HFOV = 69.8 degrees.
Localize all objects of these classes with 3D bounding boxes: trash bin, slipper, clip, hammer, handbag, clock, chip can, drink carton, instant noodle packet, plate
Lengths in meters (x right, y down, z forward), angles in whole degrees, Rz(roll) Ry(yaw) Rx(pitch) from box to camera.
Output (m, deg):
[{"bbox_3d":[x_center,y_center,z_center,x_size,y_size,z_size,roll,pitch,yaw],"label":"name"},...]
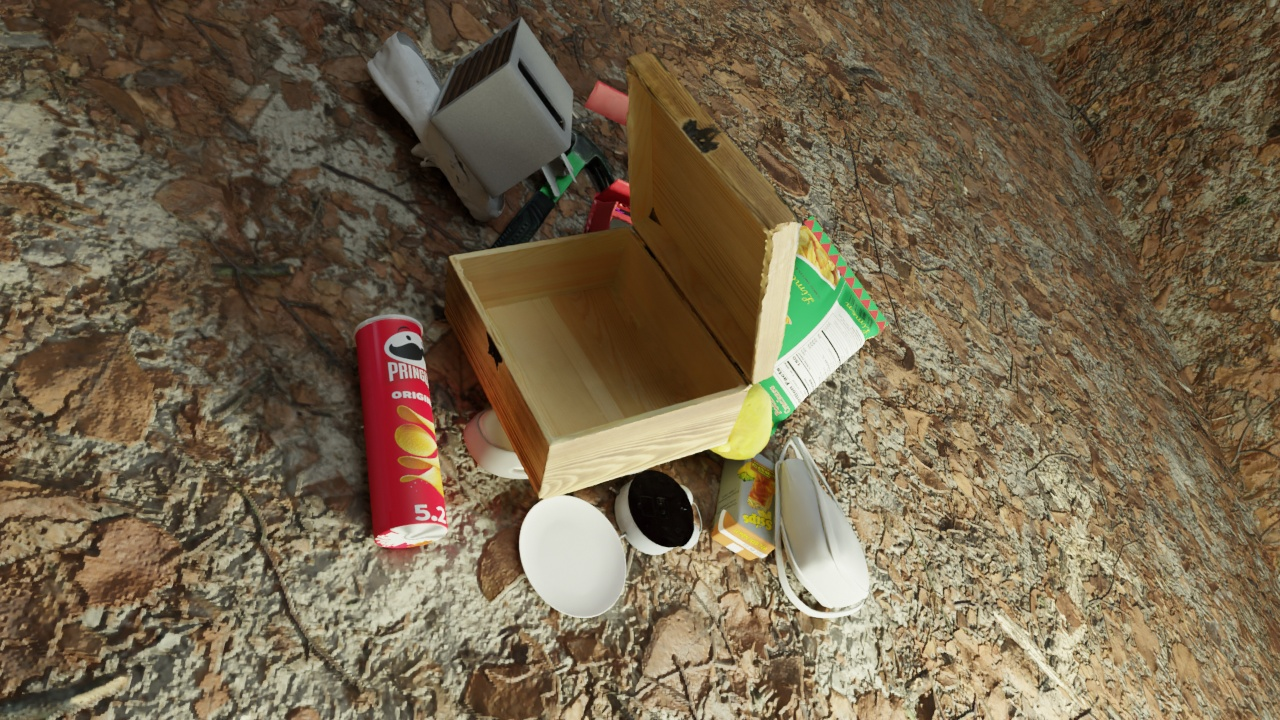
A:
[{"bbox_3d":[-0.164,-0.317,1.130,0.114,0.115,0.228,52,18,-29],"label":"trash bin"},{"bbox_3d":[-0.066,0.067,1.022,0.265,0.081,0.113,1,40,-39],"label":"slipper"},{"bbox_3d":[-0.112,-0.269,1.232,0.052,0.058,0.102,-20,76,-22],"label":"clip"},{"bbox_3d":[-0.126,-0.215,1.227,0.130,0.032,0.317,41,42,-13],"label":"hammer"},{"bbox_3d":[0.223,0.203,1.193,0.216,0.096,0.222,49,25,-46],"label":"handbag"},{"bbox_3d":[0.024,0.179,1.072,0.122,0.035,0.094,13,53,-36],"label":"clock"},{"bbox_3d":[-0.234,0.067,0.893,0.069,0.069,0.220,8,57,-38],"label":"chip can"},{"bbox_3d":[0.136,0.180,1.161,0.076,0.049,0.124,33,44,-20],"label":"drink carton"},{"bbox_3d":[0.195,-0.038,1.236,0.252,0.090,0.195,-42,108,-8],"label":"instant noodle packet"},{"bbox_3d":[-0.249,-0.278,1.126,0.247,0.075,0.112,56,31,-7],"label":"slipper"},{"bbox_3d":[-0.073,0.209,0.980,0.134,0.011,0.134,23,48,-29],"label":"plate"}]

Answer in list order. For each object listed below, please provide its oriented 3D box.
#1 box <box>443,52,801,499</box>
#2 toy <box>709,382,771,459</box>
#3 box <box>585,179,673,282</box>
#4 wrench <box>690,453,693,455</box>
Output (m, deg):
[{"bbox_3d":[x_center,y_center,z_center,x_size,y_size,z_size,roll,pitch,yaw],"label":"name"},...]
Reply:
[{"bbox_3d":[-0.006,-0.094,0.922,0.285,0.335,0.279,-13,50,-28],"label":"box"},{"bbox_3d":[0.090,0.065,1.130,0.207,0.092,0.134,-8,45,-47],"label":"toy"},{"bbox_3d":[0.042,-0.121,1.177,0.213,0.153,0.165,18,91,-34],"label":"box"},{"bbox_3d":[0.101,0.067,1.232,0.272,0.022,0.073,-21,78,-47],"label":"wrench"}]
